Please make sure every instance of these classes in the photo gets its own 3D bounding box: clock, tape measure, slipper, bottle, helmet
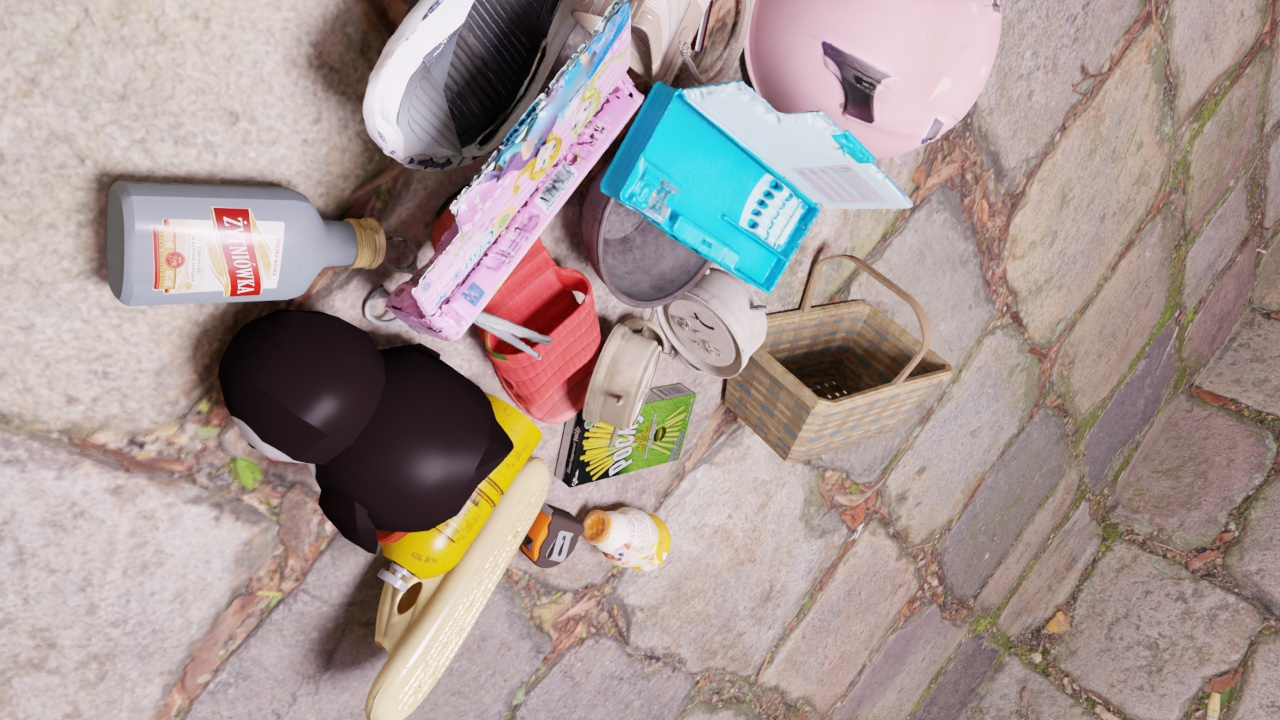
[{"bbox_3d":[-0.006,0.005,0.839,0.093,0.054,0.140,101,11,-54],"label":"clock"},{"bbox_3d":[-0.088,0.176,0.905,0.059,0.038,0.058,-57,140,1],"label":"tape measure"},{"bbox_3d":[-0.172,0.188,0.806,0.260,0.079,0.111,-58,165,-22],"label":"slipper"},{"bbox_3d":[-0.153,0.110,0.742,0.163,0.071,0.071,-57,142,-21],"label":"bottle"},{"bbox_3d":[0.070,-0.031,0.889,0.061,0.103,0.157,-43,164,-25],"label":"clock"},{"bbox_3d":[-0.242,-0.074,0.579,0.161,0.046,0.072,-7,120,-42],"label":"bottle"},{"bbox_3d":[-0.098,-0.233,0.605,0.263,0.063,0.111,-59,146,-14],"label":"slipper"},{"bbox_3d":[0.219,-0.284,0.822,0.255,0.152,0.230,7,114,-40],"label":"helmet"},{"bbox_3d":[-0.085,-0.035,0.752,0.103,0.059,0.249,-40,136,-18],"label":"slipper"},{"bbox_3d":[-0.016,0.185,0.963,0.063,0.063,0.109,-57,142,1],"label":"bottle"}]

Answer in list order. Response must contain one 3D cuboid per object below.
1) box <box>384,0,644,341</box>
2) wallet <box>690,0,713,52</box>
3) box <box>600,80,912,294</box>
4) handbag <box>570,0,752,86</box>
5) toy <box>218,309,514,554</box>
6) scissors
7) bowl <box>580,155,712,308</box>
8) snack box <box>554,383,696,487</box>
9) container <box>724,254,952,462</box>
[{"bbox_3d":[-0.075,-0.116,0.611,0.063,0.161,0.230,38,75,-11],"label":"box"},{"bbox_3d":[0.018,-0.292,0.715,0.115,0.018,0.092,-13,124,-44],"label":"wallet"},{"bbox_3d":[0.092,-0.147,0.727,0.171,0.085,0.227,-32,148,26],"label":"box"},{"bbox_3d":[0.045,-0.282,0.697,0.175,0.062,0.198,-65,157,-4],"label":"handbag"},{"bbox_3d":[-0.192,0.034,0.631,0.184,0.140,0.158,41,48,-39],"label":"toy"},{"bbox_3d":[-0.136,-0.050,0.682,0.161,0.014,0.118,1,119,-14],"label":"scissors"},{"bbox_3d":[0.003,-0.123,0.771,0.144,0.067,0.145,-24,131,-32],"label":"bowl"},{"bbox_3d":[-0.013,0.073,0.920,0.147,0.025,0.080,-9,122,-41],"label":"snack box"},{"bbox_3d":[0.225,-0.012,1.004,0.249,0.157,0.187,-11,134,-40],"label":"container"}]
